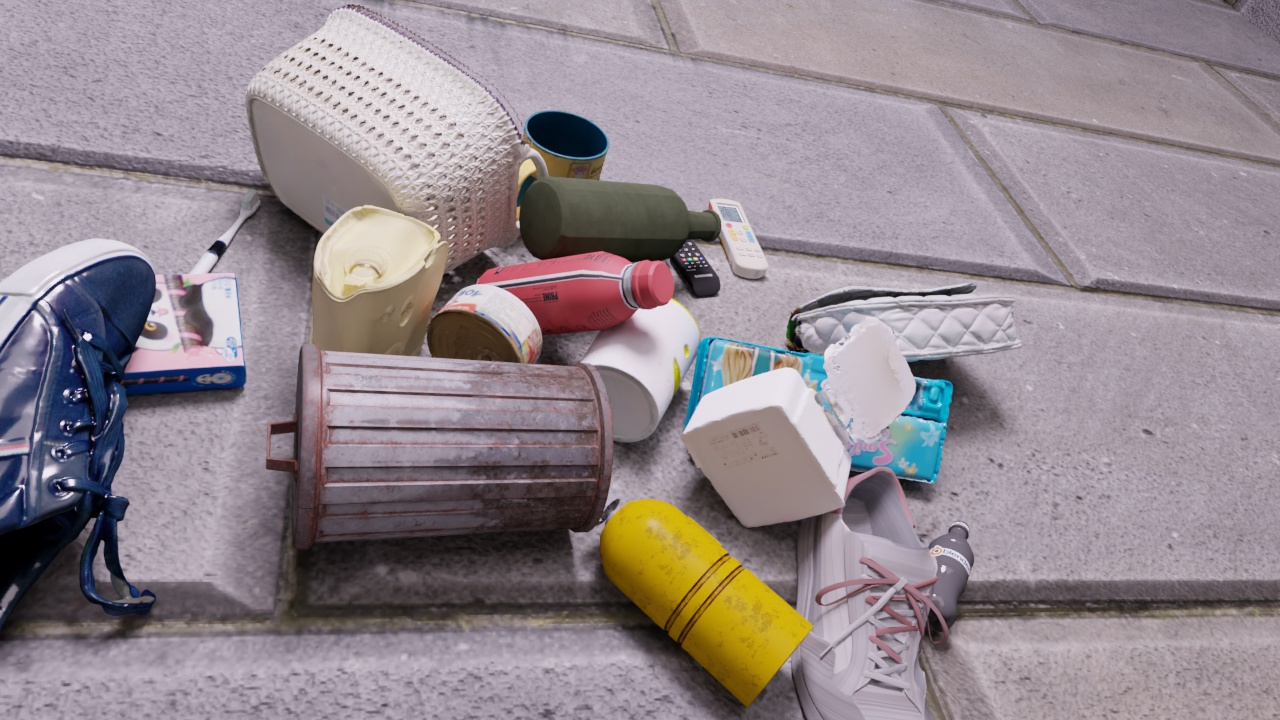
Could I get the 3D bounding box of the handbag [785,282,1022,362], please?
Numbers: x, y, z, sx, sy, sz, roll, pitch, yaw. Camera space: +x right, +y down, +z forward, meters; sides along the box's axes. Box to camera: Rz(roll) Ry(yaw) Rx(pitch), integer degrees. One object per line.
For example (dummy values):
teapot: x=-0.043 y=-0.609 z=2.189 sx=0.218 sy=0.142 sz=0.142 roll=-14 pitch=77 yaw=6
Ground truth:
handbag: x=0.255 y=-0.035 z=0.881 sx=0.194 sy=0.139 sz=0.072 roll=-4 pitch=90 yaw=-28

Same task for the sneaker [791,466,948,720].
sneaker: x=0.167 y=0.171 z=0.651 sx=0.099 sy=0.090 sz=0.235 roll=13 pitch=42 yaw=-9

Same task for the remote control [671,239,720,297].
remote control: x=0.038 y=-0.121 z=0.960 sx=0.033 sy=0.015 sz=0.146 roll=-8 pitch=49 yaw=-29

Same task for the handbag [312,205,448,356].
handbag: x=-0.207 y=-0.039 z=0.700 sx=0.081 sy=0.120 sz=0.111 roll=20 pitch=38 yaw=-3

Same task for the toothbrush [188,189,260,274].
toothbrush: x=-0.359 y=-0.088 z=0.764 sx=0.012 sy=0.017 sz=0.186 roll=9 pitch=43 yaw=-1

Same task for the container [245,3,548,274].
container: x=-0.222 y=-0.181 z=0.805 sx=0.251 sy=0.185 sz=0.142 roll=34 pitch=55 yaw=16

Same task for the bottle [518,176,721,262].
bottle: x=-0.008 y=-0.125 z=0.835 sx=0.206 sy=0.072 sz=0.071 roll=-5 pitch=47 yaw=-41

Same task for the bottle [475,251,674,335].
bottle: x=-0.054 y=-0.054 z=0.747 sx=0.177 sy=0.062 sz=0.062 roll=-4 pitch=28 yaw=35

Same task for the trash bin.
trash bin: x=-0.138 y=0.058 z=0.618 sx=0.211 sy=0.131 sz=0.130 roll=2 pitch=45 yaw=-22

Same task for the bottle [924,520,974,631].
bottle: x=0.241 y=0.167 z=0.726 sx=0.036 sy=0.036 sz=0.109 roll=31 pitch=43 yaw=11

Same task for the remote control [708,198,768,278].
remote control: x=0.106 y=-0.136 z=1.002 sx=0.038 sy=0.018 sz=0.125 roll=3 pitch=44 yaw=-19

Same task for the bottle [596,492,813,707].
bottle: x=0.033 y=0.153 z=0.632 sx=0.164 sy=0.071 sz=0.070 roll=39 pitch=45 yaw=19

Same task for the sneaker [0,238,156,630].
sneaker: x=-0.337 y=0.054 z=0.540 sx=0.127 sy=0.121 sz=0.293 roll=11 pitch=55 yaw=0

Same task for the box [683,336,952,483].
box: x=0.154 y=0.043 z=0.783 sx=0.226 sy=0.094 sz=0.039 roll=10 pitch=0 yaw=-12

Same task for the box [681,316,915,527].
box: x=0.130 y=0.048 z=0.699 sx=0.111 sy=0.189 sz=0.101 roll=56 pitch=16 yaw=-21

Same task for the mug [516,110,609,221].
mug: x=-0.093 y=-0.172 z=0.893 sx=0.083 sy=0.107 sz=0.113 roll=38 pitch=44 yaw=15

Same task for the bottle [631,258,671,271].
bottle: x=0.008 y=-0.106 z=0.914 sx=0.041 sy=0.041 sz=0.115 roll=9 pitch=43 yaw=-13

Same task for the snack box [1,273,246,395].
snack box: x=-0.372 y=-0.019 z=0.664 sx=0.154 sy=0.033 sz=0.088 roll=-5 pitch=59 yaw=-25

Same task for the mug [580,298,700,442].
mug: x=-0.005 y=0.004 z=0.763 sx=0.082 sy=0.083 sz=0.105 roll=26 pitch=43 yaw=5

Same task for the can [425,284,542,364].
can: x=-0.124 y=-0.015 z=0.731 sx=0.086 sy=0.086 sz=0.043 roll=26 pitch=42 yaw=5
